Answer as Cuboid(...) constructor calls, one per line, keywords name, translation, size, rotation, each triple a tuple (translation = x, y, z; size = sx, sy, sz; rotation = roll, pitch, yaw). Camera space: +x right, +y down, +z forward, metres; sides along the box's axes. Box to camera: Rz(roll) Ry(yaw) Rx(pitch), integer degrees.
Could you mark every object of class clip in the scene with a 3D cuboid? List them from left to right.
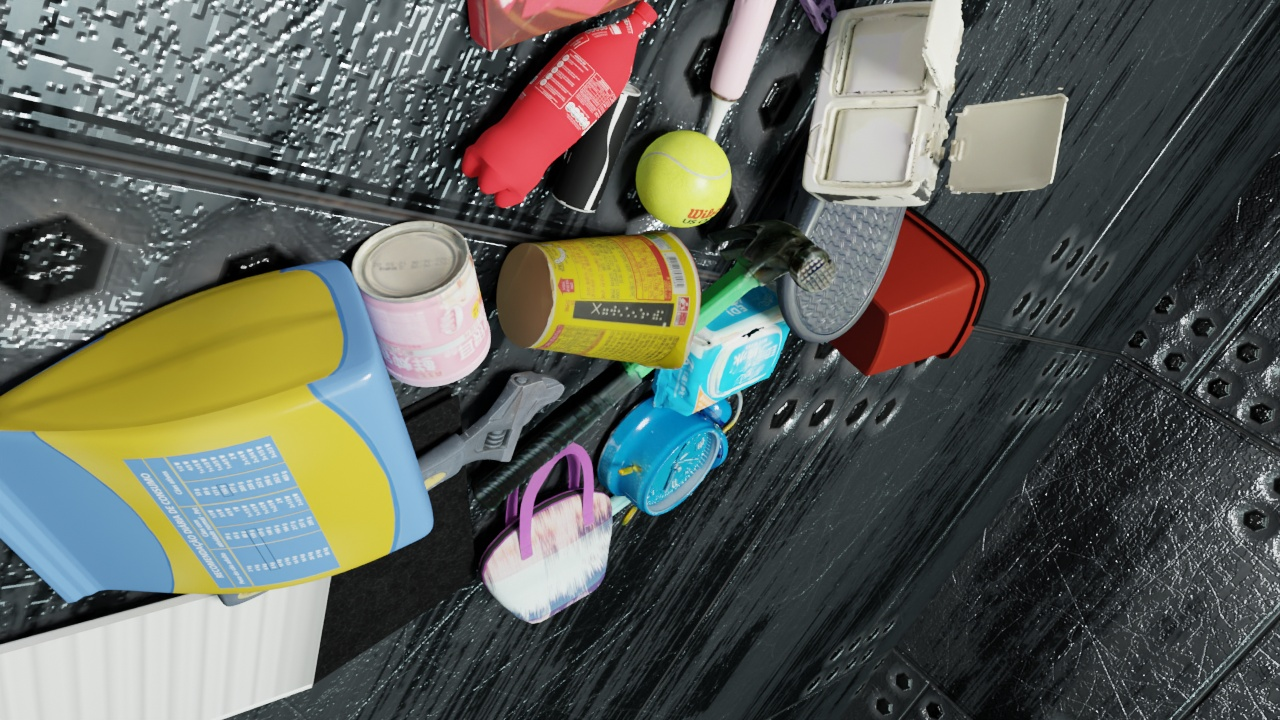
Cuboid(name="clip", translation=(0.127, -0.255, 0.660), size=(0.036, 0.013, 0.052), rotation=(-48, 152, 3))

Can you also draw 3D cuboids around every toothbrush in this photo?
Cuboid(name="toothbrush", translation=(0.066, -0.210, 0.619), size=(0.027, 0.026, 0.223), rotation=(-54, 166, -57))

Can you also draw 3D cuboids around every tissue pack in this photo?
Cuboid(name="tissue pack", translation=(0.076, -0.015, 0.812), size=(0.144, 0.062, 0.093), rotation=(-25, 141, -35))

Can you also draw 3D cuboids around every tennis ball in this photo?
Cuboid(name="tennis ball", translation=(0.029, -0.124, 0.629), size=(0.065, 0.065, 0.065), rotation=(-32, 145, -26))

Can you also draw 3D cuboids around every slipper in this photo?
Cuboid(name="slipper", translation=(0.167, -0.150, 0.774), size=(0.110, 0.083, 0.268), rotation=(22, 90, -40))

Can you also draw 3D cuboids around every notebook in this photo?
Cuboid(name="notebook", translation=(-0.311, 0.205, 0.595), size=(0.209, 0.009, 0.143), rotation=(-10, 133, -38))
Cuboid(name="notebook", translation=(-0.201, 0.139, 0.678), size=(0.168, 0.019, 0.232), rotation=(-30, 144, -31))

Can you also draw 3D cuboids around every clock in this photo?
Cuboid(name="clock", translation=(0.034, 0.078, 0.863), size=(0.161, 0.060, 0.117), rotation=(-36, 147, -23))

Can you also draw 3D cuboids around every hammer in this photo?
Cuboid(name="hammer", translation=(-0.004, 0.004, 0.708), size=(0.319, 0.130, 0.032), rotation=(-40, 121, 4))

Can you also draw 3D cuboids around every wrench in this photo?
Cuboid(name="wrench", translation=(-0.159, 0.083, 0.631), size=(0.272, 0.022, 0.073), rotation=(-31, 146, -31))

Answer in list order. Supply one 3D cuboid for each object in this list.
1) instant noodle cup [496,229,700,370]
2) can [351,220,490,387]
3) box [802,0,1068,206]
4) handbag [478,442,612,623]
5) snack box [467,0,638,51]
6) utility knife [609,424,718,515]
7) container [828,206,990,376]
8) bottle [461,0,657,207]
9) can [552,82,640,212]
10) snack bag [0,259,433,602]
Cuboid(name="instant noodle cup", translation=(-0.034, -0.044, 0.625), size=(0.112, 0.100, 0.101), rotation=(-1, 126, -38))
Cuboid(name="can", translation=(-0.126, -0.032, 0.535), size=(0.067, 0.067, 0.076), rotation=(-34, 145, -24))
Cuboid(name="box", translation=(0.185, -0.187, 0.629), size=(0.100, 0.187, 0.145), rotation=(10, 88, -39))
Cuboid(name="handbag", translation=(-0.078, 0.136, 0.797), size=(0.144, 0.068, 0.170), rotation=(-23, 134, -35))
Cuboid(name="snack box", translation=(-0.033, -0.225, 0.482), size=(0.132, 0.021, 0.089), rotation=(-31, 145, -28))
Cuboid(name="utility knife", translation=(0.022, 0.111, 0.927), size=(0.158, 0.015, 0.022), rotation=(-34, 147, -19))
Cuboid(name="container", translation=(0.273, -0.077, 0.910), size=(0.200, 0.148, 0.127), rotation=(-21, 141, -24))
Cuboid(name="bottle", translation=(-0.043, -0.150, 0.527), size=(0.141, 0.042, 0.042), rotation=(-46, 149, 3))
Cuboid(name="can", translation=(-0.028, -0.136, 0.577), size=(0.031, 0.031, 0.081), rotation=(-8, 130, -48))
Cuboid(name="snack bag", translation=(-0.229, 0.054, 0.484), size=(0.205, 0.102, 0.159), rotation=(-19, 141, -15))
